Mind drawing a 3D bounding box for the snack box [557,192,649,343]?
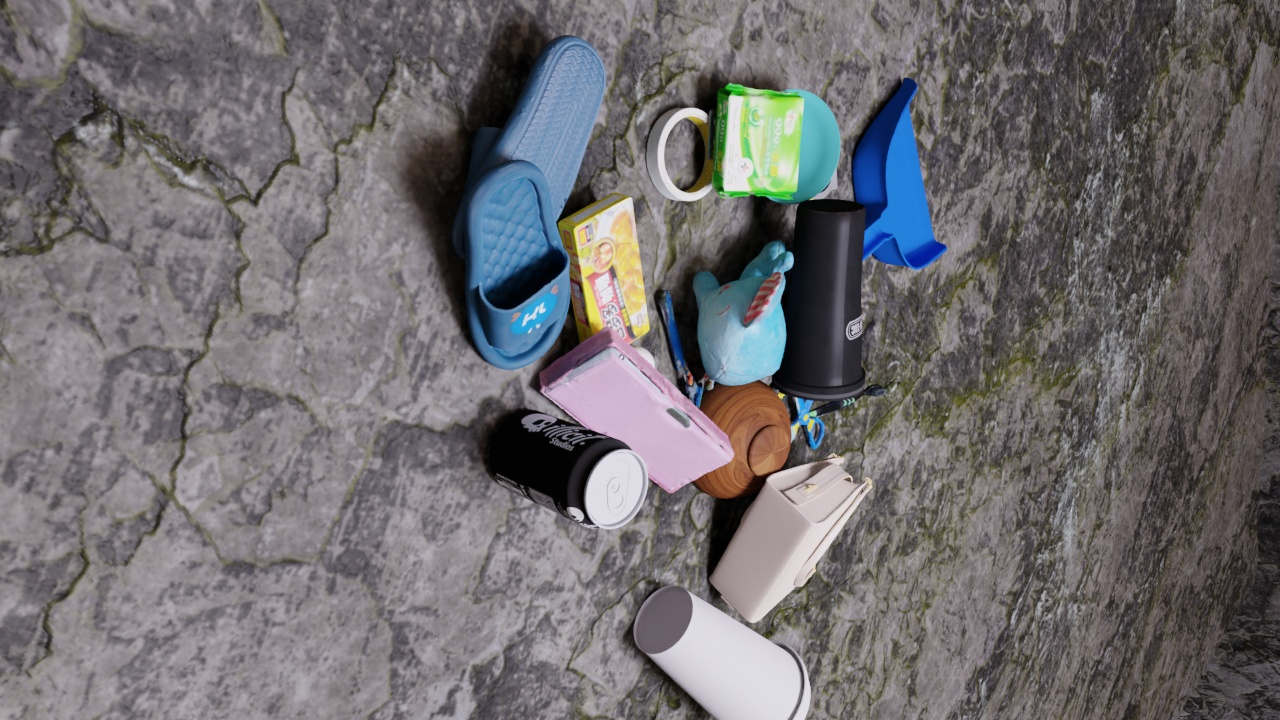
[{"bbox_3d":[-0.033,-0.078,0.883,0.075,0.025,0.152,-35,133,-32],"label":"snack box"}]

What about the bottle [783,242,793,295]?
[{"bbox_3d":[0.204,-0.087,1.094,0.060,0.060,0.108,-35,122,-32],"label":"bottle"}]

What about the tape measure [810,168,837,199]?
[{"bbox_3d":[0.210,-0.224,1.096,0.064,0.017,0.064,-23,115,-37],"label":"tape measure"}]

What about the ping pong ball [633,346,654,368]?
[{"bbox_3d":[-0.006,0.005,0.937,0.040,0.040,0.040,-12,108,-41],"label":"ping pong ball"}]

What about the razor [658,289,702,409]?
[{"bbox_3d":[0.042,-0.013,0.993,0.043,0.018,0.141,-70,145,-59],"label":"razor"}]

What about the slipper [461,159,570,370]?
[{"bbox_3d":[-0.098,-0.074,0.784,0.103,0.059,0.214,-31,144,-27],"label":"slipper"}]

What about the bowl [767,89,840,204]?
[{"bbox_3d":[0.157,-0.235,1.014,0.121,0.046,0.121,-5,104,-23],"label":"bowl"}]

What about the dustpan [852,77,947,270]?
[{"bbox_3d":[0.310,-0.192,1.171,0.257,0.060,0.246,-39,124,-28],"label":"dustpan"}]

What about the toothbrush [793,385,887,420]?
[{"bbox_3d":[0.268,0.059,1.220,0.187,0.017,0.014,-16,112,-38],"label":"toothbrush"}]

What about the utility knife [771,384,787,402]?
[{"bbox_3d":[0.179,0.026,1.129,0.029,0.020,0.197,46,71,-37],"label":"utility knife"}]

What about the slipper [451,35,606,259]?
[{"bbox_3d":[-0.098,-0.179,0.798,0.103,0.059,0.214,23,96,-53],"label":"slipper"}]

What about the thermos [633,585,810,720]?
[{"bbox_3d":[0.092,0.349,1.062,0.222,0.132,0.131,45,70,-31],"label":"thermos"}]

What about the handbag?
[{"bbox_3d":[0.199,0.200,1.107,0.197,0.101,0.195,-17,140,-44],"label":"handbag"}]

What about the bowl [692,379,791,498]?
[{"bbox_3d":[0.127,0.096,1.050,0.147,0.069,0.147,-10,108,-34],"label":"bowl"}]

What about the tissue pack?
[{"bbox_3d":[0.121,-0.226,0.955,0.099,0.034,0.114,-4,105,-24],"label":"tissue pack"}]

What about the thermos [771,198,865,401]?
[{"bbox_3d":[0.204,-0.064,1.019,0.105,0.106,0.219,-19,119,-38],"label":"thermos"}]

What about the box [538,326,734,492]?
[{"bbox_3d":[0.002,0.060,0.932,0.098,0.041,0.233,-33,132,14],"label":"box"}]

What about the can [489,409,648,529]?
[{"bbox_3d":[-0.068,0.097,0.829,0.080,0.146,0.080,-12,108,-41],"label":"can"}]

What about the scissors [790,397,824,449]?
[{"bbox_3d":[0.199,0.075,1.155,0.125,0.016,0.125,-42,132,-24],"label":"scissors"}]

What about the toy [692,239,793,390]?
[{"bbox_3d":[0.109,-0.061,0.984,0.115,0.184,0.180,22,56,-4],"label":"toy"}]

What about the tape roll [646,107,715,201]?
[{"bbox_3d":[0.046,-0.212,0.947,0.093,0.019,0.094,-12,108,-41],"label":"tape roll"}]
